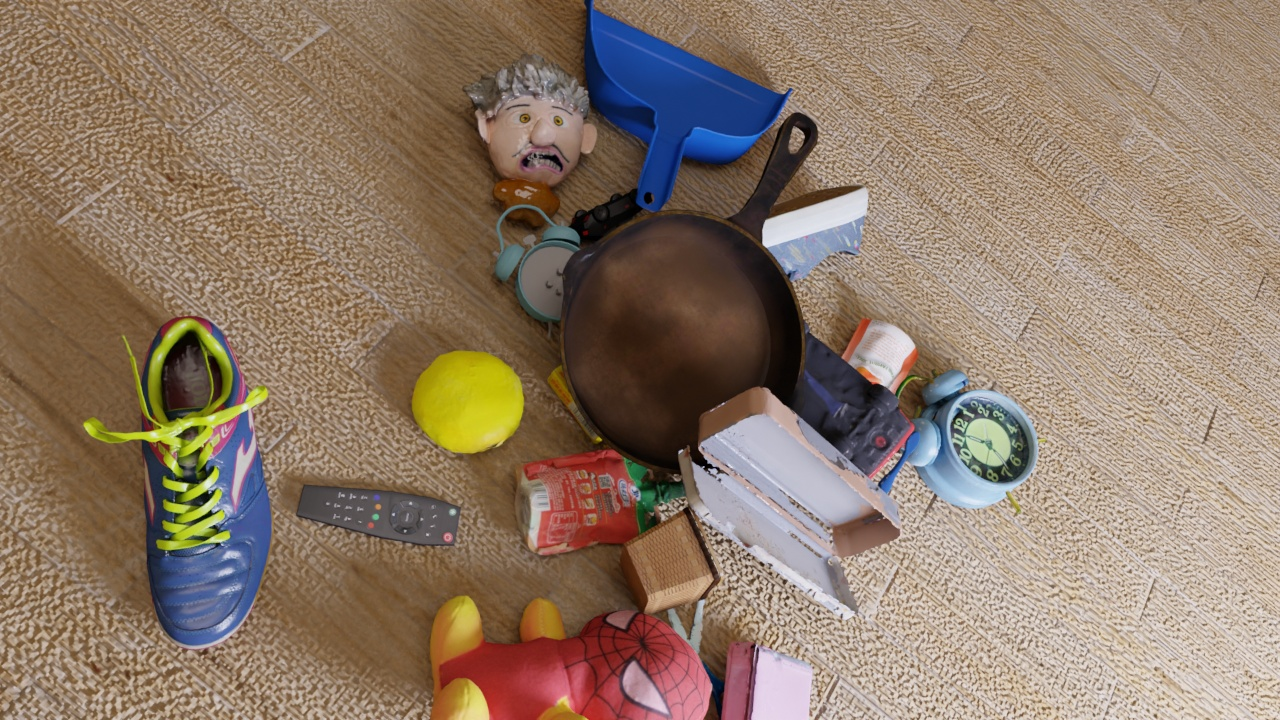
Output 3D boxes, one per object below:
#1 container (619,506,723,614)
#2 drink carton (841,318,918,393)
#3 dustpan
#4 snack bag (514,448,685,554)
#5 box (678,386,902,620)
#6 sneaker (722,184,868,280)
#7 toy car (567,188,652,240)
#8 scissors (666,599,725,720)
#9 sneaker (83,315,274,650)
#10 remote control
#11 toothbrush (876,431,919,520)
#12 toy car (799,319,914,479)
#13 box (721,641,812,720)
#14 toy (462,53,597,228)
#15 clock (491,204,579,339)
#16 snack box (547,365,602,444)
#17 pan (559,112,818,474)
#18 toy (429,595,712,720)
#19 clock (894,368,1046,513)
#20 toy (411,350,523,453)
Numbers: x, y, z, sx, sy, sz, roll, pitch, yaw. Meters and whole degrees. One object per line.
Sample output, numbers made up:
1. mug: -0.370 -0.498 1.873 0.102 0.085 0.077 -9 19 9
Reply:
1. container: 0.022 0.168 0.747 0.061 0.114 0.063 -20 70 -12
2. drink carton: 0.226 0.022 0.919 0.069 0.039 0.122 34 69 3
3. dustpan: 0.030 -0.245 0.931 0.245 0.060 0.257 21 60 -10
4. snack bag: -0.029 0.118 0.789 0.155 0.044 0.087 -4 76 -25
5. box: 0.136 0.115 0.773 0.108 0.095 0.216 -45 120 10
6. sneaker: 0.133 -0.111 0.917 0.235 0.087 0.079 -20 109 -21
7. toy car: -0.027 -0.139 0.890 0.091 0.042 0.036 -30 106 -27
8. scissors: 0.054 0.257 0.777 0.103 0.015 0.133 15 61 -9
9. sneaker: -0.329 0.084 0.665 0.116 0.091 0.241 -5 72 -24
10. remote control: -0.209 0.123 0.736 0.124 0.010 0.039 12 66 -14
11. toothbrush: 0.229 0.124 0.868 0.021 0.016 0.132 31 85 -13
12. toy car: 0.166 0.028 0.874 0.189 0.056 0.081 42 79 10
13. box: 0.091 0.344 0.710 0.098 0.046 0.232 40 52 -47
14. toy: -0.104 -0.213 0.875 0.132 0.076 0.175 3 78 -17
15. clock: -0.087 -0.087 0.839 0.087 0.042 0.123 -28 89 -24
16. snack box: -0.005 0.005 0.846 0.152 0.025 0.075 -35 84 -27
17. pan: 0.065 -0.070 0.820 0.248 0.043 0.355 32 77 -15
18. toy: -0.051 0.247 0.691 0.216 0.099 0.147 10 35 -17
19. clock: 0.319 0.076 0.914 0.162 0.060 0.117 29 64 -2
20. toy: -0.145 0.034 0.778 0.095 0.041 0.094 -26 75 -26
